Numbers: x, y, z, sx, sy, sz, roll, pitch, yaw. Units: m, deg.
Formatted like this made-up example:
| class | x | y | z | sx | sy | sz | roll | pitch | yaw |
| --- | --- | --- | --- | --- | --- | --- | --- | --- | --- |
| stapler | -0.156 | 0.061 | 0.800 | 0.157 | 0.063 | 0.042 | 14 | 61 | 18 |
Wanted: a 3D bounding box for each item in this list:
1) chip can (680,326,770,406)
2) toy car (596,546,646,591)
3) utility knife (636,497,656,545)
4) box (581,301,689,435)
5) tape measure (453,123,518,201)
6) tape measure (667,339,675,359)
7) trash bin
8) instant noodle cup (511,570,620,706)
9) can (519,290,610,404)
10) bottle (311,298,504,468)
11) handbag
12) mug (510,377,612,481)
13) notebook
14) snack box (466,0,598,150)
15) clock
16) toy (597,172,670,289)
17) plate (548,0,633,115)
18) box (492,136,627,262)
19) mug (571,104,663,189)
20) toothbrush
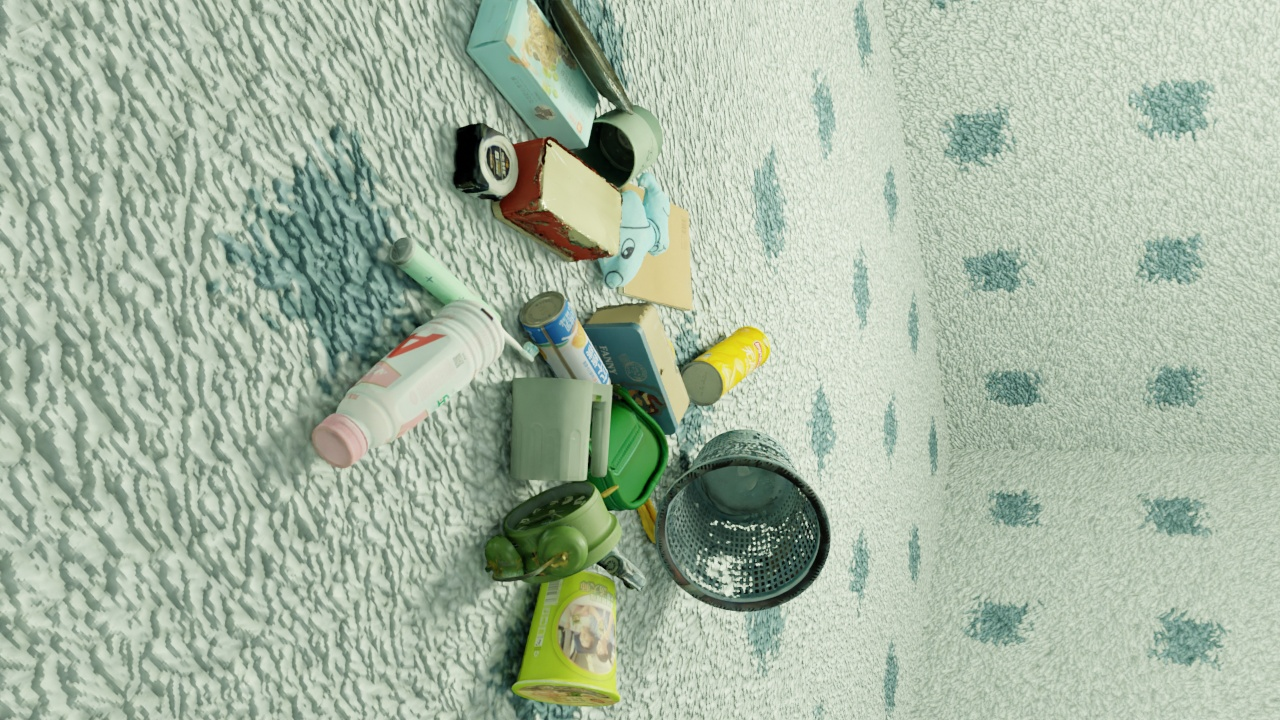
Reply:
| class | x | y | z | sx | sy | sz | roll | pitch | yaw |
| --- | --- | --- | --- | --- | --- | --- | --- | --- | --- |
| chip can | 0.131 | 0.006 | 1.400 | 0.212 | 0.072 | 0.072 | -31 | 116 | -58 |
| toy car | -0.041 | 0.211 | 1.003 | 0.036 | 0.121 | 0.054 | -52 | 140 | -13 |
| utility knife | -0.005 | 0.167 | 1.183 | 0.215 | 0.015 | 0.033 | 66 | 33 | -35 |
| box | -0.007 | 0.007 | 1.111 | 0.061 | 0.090 | 0.184 | -62 | 138 | -43 |
| tape measure | -0.151 | -0.191 | 0.897 | 0.066 | 0.034 | 0.065 | 19 | 74 | -59 |
| tape measure | 0.023 | -0.002 | 1.234 | 0.060 | 0.029 | 0.057 | 64 | 37 | -39 |
| trash bin | 0.141 | 0.199 | 1.270 | 0.194 | 0.227 | 0.227 | -70 | 151 | -71 |
| instant noodle cup | -0.070 | 0.288 | 0.961 | 0.112 | 0.112 | 0.123 | 51 | 37 | -50 |
| can | -0.080 | -0.011 | 1.004 | 0.135 | 0.053 | 0.053 | 62 | 37 | -41 |
| bottle | -0.192 | 0.018 | 0.771 | 0.196 | 0.068 | 0.068 | -48 | 131 | -49 |
| handbag | -0.029 | 0.106 | 1.075 | 0.131 | 0.068 | 0.120 | -57 | 131 | -42 |
| mug | -0.078 | 0.072 | 0.958 | 0.123 | 0.084 | 0.103 | 8 | 83 | -45 |
| notebook | 0.023 | -0.153 | 1.261 | 0.211 | 0.012 | 0.149 | 6 | 82 | -63 |
| snack box | -0.108 | -0.301 | 0.965 | 0.175 | 0.052 | 0.074 | 45 | 49 | -53 |
| clock | -0.088 | 0.177 | 0.915 | 0.160 | 0.116 | 0.056 | -45 | 116 | -59 |
| toy | -0.011 | -0.162 | 1.140 | 0.156 | 0.050 | 0.161 | 12 | 83 | -52 |
| plate | -0.062 | -0.349 | 1.025 | 0.179 | 0.024 | 0.179 | 56 | 11 | -17 |
| box | -0.078 | -0.169 | 0.990 | 0.168 | 0.077 | 0.091 | 25 | 66 | -60 |
| mug | -0.028 | -0.244 | 1.098 | 0.106 | 0.082 | 0.112 | -52 | 166 | -56 |
| toothbrush | -0.160 | -0.049 | 0.877 | 0.027 | 0.026 | 0.224 | -52 | 144 | -6 |
